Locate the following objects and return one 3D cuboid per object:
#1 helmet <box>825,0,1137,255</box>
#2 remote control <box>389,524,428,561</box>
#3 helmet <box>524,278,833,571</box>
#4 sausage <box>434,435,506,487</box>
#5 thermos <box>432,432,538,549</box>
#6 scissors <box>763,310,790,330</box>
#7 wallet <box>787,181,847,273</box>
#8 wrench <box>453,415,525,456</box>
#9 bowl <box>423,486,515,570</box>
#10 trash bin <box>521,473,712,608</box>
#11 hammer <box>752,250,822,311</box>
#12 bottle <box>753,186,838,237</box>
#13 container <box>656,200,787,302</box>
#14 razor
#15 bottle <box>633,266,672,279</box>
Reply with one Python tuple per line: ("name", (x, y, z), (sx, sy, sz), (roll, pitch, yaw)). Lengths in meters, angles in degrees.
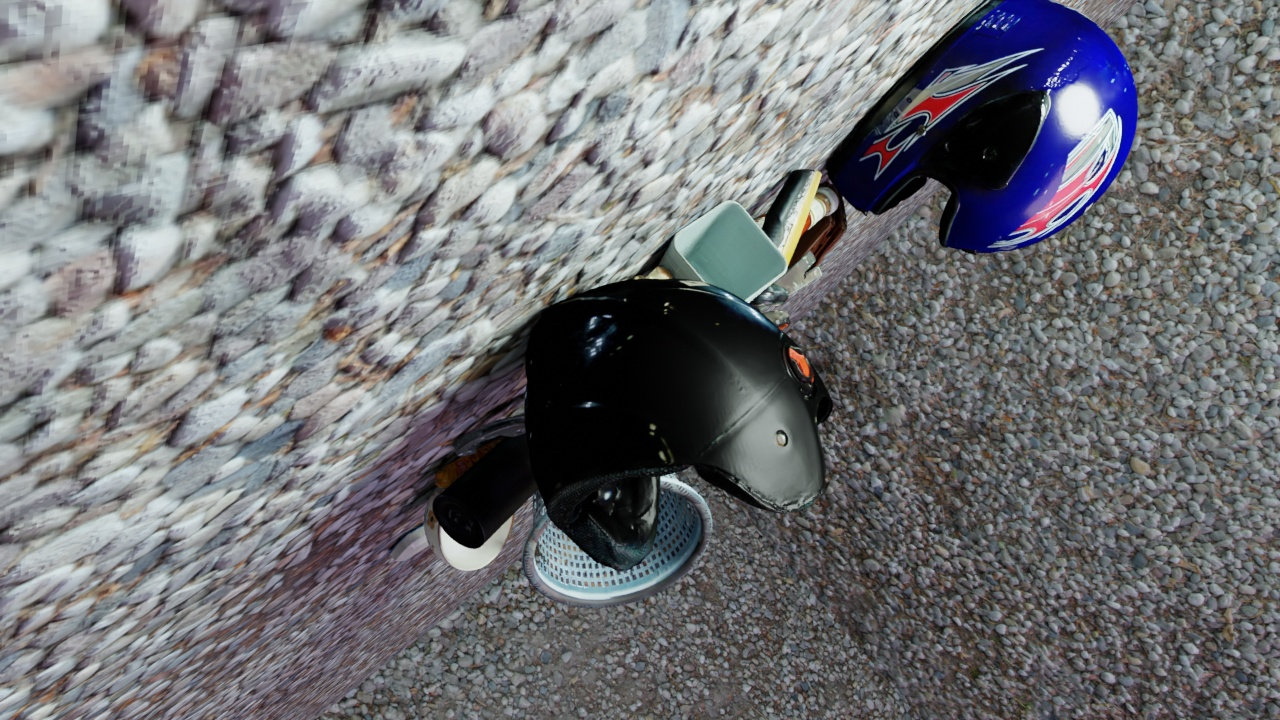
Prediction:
("helmet", (0.397, -0.239, 1.040), (0.316, 0.240, 0.246), (-45, 170, 33))
("remote control", (-0.268, 0.219, 1.184), (0.049, 0.024, 0.124), (-45, 172, 34))
("helmet", (0.030, 0.041, 0.776), (0.274, 0.230, 0.234), (-14, 170, -46))
("sausage", (-0.174, 0.106, 1.011), (0.022, 0.021, 0.164), (-45, 172, 30))
("thermos", (-0.111, 0.106, 0.998), (0.241, 0.090, 0.069), (-43, 144, -43))
("scissors", (0.074, 0.000, 1.046), (0.221, 0.021, 0.228), (-31, 169, 25))
("wallet", (0.227, -0.163, 1.212), (0.101, 0.032, 0.125), (-81, -163, -46))
("wrench", (-0.075, 0.062, 0.981), (0.272, 0.016, 0.056), (-10, 158, -40))
("bowl", (-0.201, 0.174, 1.032), (0.062, 0.113, 0.113), (9, -151, 38))
("trash bin", (-0.048, 0.159, 1.134), (0.226, 0.195, 0.227), (-9, 130, -11))
("hammer", (0.155, -0.101, 1.148), (0.126, 0.032, 0.323), (-29, -173, 10))
("bottle", (0.157, -0.145, 1.061), (0.205, 0.060, 0.060), (-36, 171, -32))
("container", (0.067, -0.080, 0.895), (0.089, 0.090, 0.112), (-36, 174, -28))
("razor", (0.149, -0.129, 0.972), (0.167, 0.067, 0.062), (-65, -157, -8))
("bottle", (-0.016, -0.030, 0.885), (0.150, 0.067, 0.066), (-53, 167, 28))
